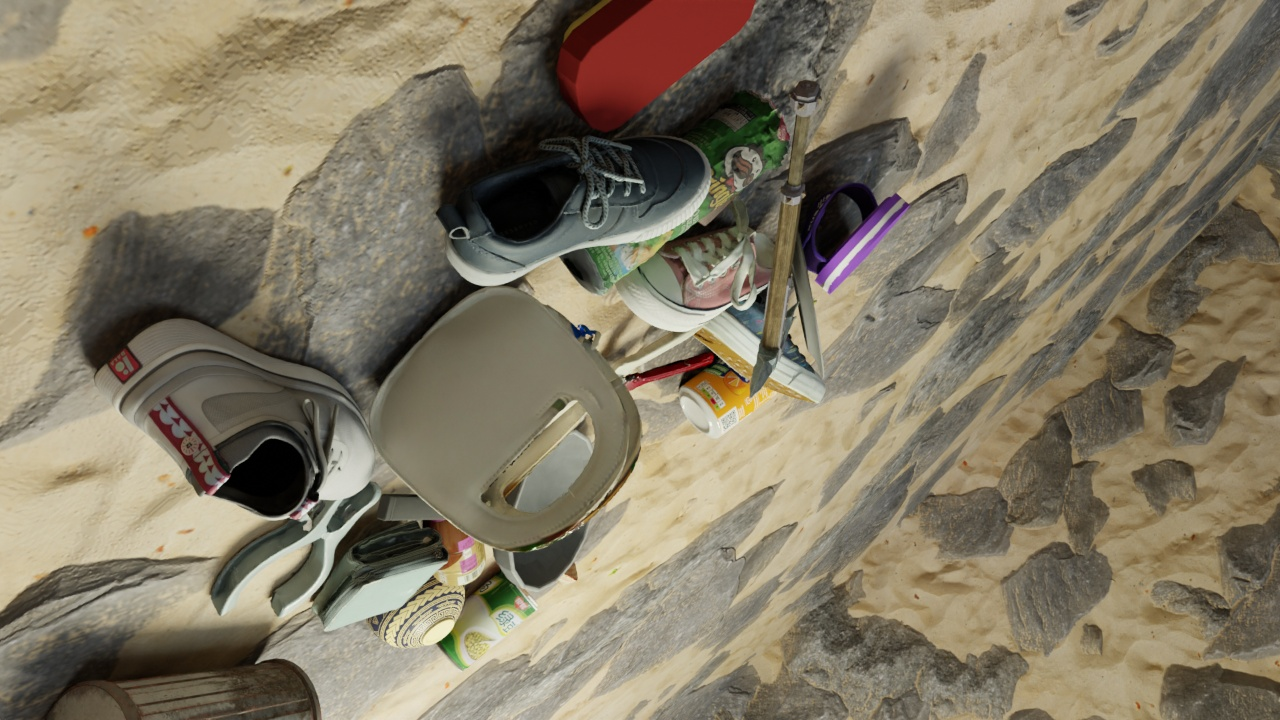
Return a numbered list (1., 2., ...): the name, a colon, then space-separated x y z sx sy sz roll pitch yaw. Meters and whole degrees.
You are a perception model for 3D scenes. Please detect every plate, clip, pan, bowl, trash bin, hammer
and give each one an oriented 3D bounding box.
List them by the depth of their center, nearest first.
1. clip: -0.316 0.162 0.798 0.172 0.029 0.141 -52 153 12
2. trash bin: -0.404 0.338 0.807 0.131 0.131 0.211 -51 153 10
3. hammer: 0.133 -0.109 0.845 0.317 0.028 0.146 89 22 -46
4. pan: -0.144 0.145 0.917 0.357 0.041 0.178 19 83 -64
5. bowl: -0.240 0.279 1.020 0.112 0.061 0.113 -33 150 -22
6. plate: 0.186 -0.067 1.044 0.012 0.178 0.178 -11 152 8

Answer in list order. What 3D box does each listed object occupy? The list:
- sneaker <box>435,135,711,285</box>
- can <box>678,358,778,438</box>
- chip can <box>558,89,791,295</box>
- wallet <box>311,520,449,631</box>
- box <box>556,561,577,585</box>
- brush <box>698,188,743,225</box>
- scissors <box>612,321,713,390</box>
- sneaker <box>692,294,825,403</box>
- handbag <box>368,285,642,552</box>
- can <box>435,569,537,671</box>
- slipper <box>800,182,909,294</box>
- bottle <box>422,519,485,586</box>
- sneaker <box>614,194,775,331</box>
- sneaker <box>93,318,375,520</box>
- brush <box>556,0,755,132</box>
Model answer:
1. sneaker: -0.043 -0.129 0.692 0.235 0.089 0.088 -26 168 -23
2. can: 0.122 0.030 1.155 0.142 0.079 0.079 -35 150 -19
3. chip can: 0.027 -0.145 0.799 0.223 0.075 0.075 -39 151 -13
4. wallet: -0.259 0.216 0.905 0.100 0.054 0.132 -5 145 -43
5. box: -0.117 0.224 1.122 0.043 0.083 0.187 -16 155 8
6. brush: 0.089 -0.190 0.877 0.135 0.015 0.050 -46 121 -16
7. scissors: 0.002 0.008 0.974 0.193 0.015 0.180 -1 145 -39
8. sneaker: 0.135 -0.027 1.054 0.235 0.087 0.079 33 80 -34
9. handbag: -0.099 0.053 0.760 0.201 0.199 0.093 -45 165 2
10. can: -0.192 0.317 1.130 0.120 0.067 0.067 -39 152 -12
11. slipper: 0.228 -0.148 1.071 0.107 0.084 0.266 -46 173 1
12. bottle: -0.193 0.159 0.929 0.059 0.059 0.166 -28 140 -29
13. sneaker: 0.076 -0.097 0.904 0.240 0.118 0.088 -20 164 -47
14. sneaker: -0.252 0.069 0.653 0.096 0.128 0.263 -41 156 -3
15. brush: 0.009 -0.246 0.674 0.173 0.042 0.082 -40 152 -9
